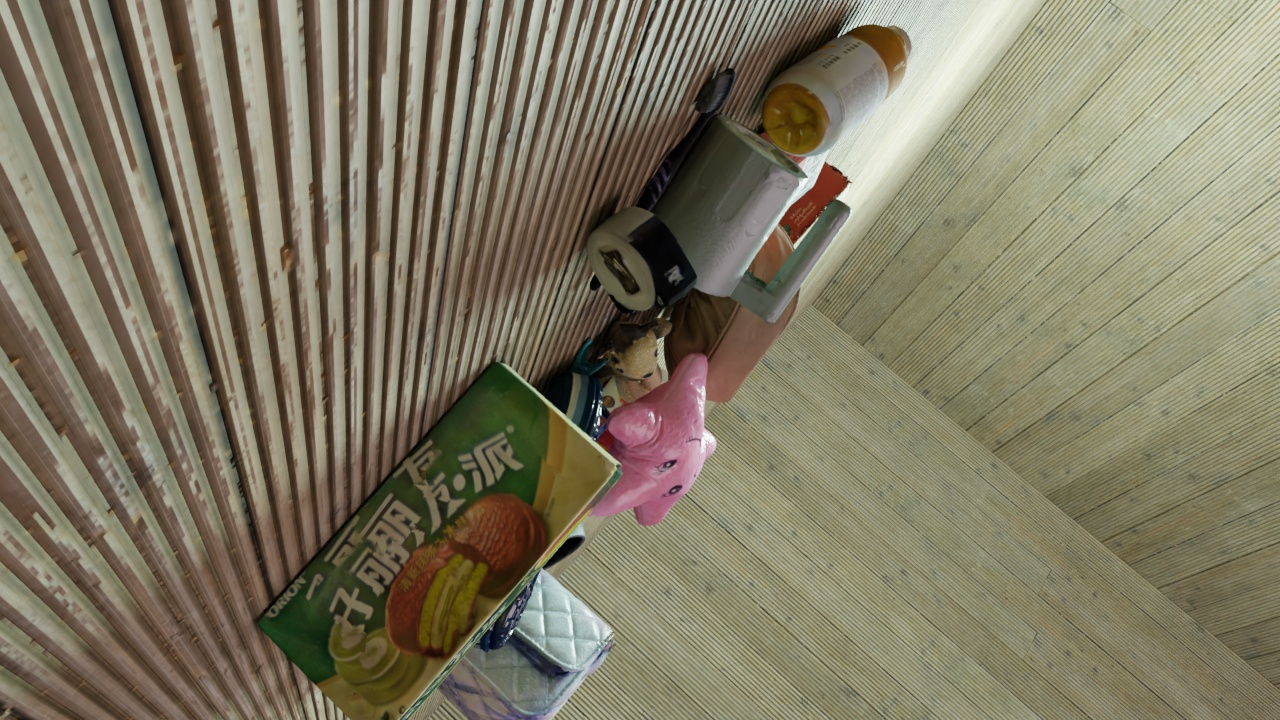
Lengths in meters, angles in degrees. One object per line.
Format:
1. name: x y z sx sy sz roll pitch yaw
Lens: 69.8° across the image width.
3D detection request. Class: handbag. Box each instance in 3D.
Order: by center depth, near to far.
1. handbag: -0.126 0.214 0.770 0.133 0.194 0.076 -37 163 -55
2. handbag: 0.082 -0.055 0.936 0.205 0.099 0.147 120 -23 -45

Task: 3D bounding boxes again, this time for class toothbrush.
1. toothbrush: 0.009 -0.115 0.617 0.016 0.014 0.189 -25 156 -53

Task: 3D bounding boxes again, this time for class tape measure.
1. tape measure: -0.003 -0.065 0.598 0.033 0.066 0.066 -41 -164 -29

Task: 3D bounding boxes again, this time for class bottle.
1. bottle: 0.166 -0.226 0.741 0.189 0.068 0.068 -42 169 -40

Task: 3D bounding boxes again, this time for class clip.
1. clip: -0.050 0.004 0.821 0.013 0.038 0.056 -39 176 -47

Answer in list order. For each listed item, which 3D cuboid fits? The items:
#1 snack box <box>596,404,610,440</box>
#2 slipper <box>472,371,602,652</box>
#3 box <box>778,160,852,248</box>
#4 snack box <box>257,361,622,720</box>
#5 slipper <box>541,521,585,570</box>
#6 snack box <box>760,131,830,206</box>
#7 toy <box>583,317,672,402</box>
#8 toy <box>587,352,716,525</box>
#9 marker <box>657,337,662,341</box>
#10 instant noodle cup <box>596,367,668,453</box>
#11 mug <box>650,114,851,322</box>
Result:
1. snack box: -0.111 0.114 0.874 0.207 0.057 0.058 -50 174 1
2. slipper: -0.103 0.114 0.750 0.105 0.095 0.252 112 -1 -50
3. box: 0.170 -0.149 1.064 0.168 0.079 0.091 -47 171 -8
4. snack box: -0.131 0.127 0.628 0.240 0.114 0.063 -48 170 -5
5. slipper: -0.117 0.202 0.993 0.111 0.083 0.267 -45 -170 25
6. snack box: 0.110 -0.154 0.816 0.113 0.044 0.127 -42 169 -12
7. toy: -0.005 0.005 0.898 0.105 0.066 0.157 -31 162 -5
8. toy: 0.010 0.099 0.897 0.178 0.074 0.195 -39 143 -27
9. marker: 0.036 -0.043 1.080 0.123 0.015 0.018 -39 167 -35
10. instant noodle cup: -0.014 0.069 1.029 0.124 0.116 0.117 -59 178 -31
11. mug: 0.075 -0.100 0.662 0.104 0.124 0.083 -55 -172 23
